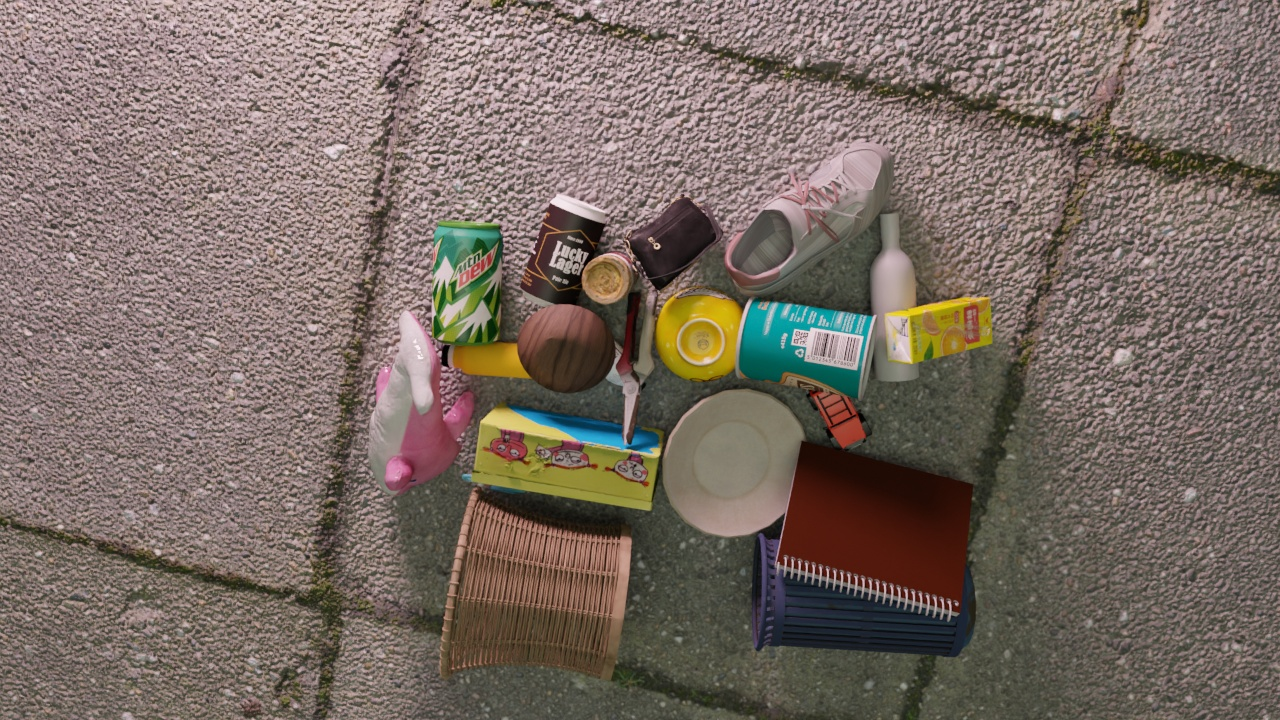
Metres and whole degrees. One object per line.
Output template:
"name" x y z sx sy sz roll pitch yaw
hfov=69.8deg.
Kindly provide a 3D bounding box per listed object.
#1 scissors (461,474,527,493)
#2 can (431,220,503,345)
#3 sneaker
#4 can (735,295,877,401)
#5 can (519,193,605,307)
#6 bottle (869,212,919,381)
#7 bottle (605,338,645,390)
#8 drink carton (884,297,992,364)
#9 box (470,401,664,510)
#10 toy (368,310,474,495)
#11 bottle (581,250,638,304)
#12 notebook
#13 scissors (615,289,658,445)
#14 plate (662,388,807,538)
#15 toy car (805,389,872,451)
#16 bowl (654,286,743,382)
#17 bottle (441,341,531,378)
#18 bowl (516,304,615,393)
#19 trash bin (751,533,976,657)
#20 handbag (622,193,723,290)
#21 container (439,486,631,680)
"scissors" -0.154 0.163 1.155 0.139 0.118 0.015 15 74 -1
"can" -0.210 -0.095 1.114 0.083 0.083 0.144 4 101 4
"sneaker" 0.192 -0.165 1.052 0.236 0.089 0.099 -42 78 11
"can" 0.193 -0.015 1.067 0.144 0.099 0.099 11 102 18
"can" -0.093 -0.128 1.103 0.072 0.071 0.129 22 102 1
"bottle" 0.299 -0.076 1.087 0.052 0.052 0.195 -5 100 6
"bottle" -0.039 -0.004 1.137 0.041 0.041 0.116 -42 95 11
"drink carton" 0.348 -0.037 1.063 0.134 0.043 0.058 -12 101 -28
"box" -0.083 0.116 1.124 0.221 0.124 0.079 11 101 1
"toy" -0.265 0.070 1.129 0.127 0.186 0.266 -2 137 -24
"bottle" -0.035 -0.099 1.086 0.056 0.105 0.056 1 100 5
"notebook" 0.276 0.198 1.078 0.209 0.022 0.171 14 61 7
"scissors" -0.011 0.004 1.100 0.140 0.015 0.188 32 84 33
"plate" 0.116 0.127 1.139 0.188 0.027 0.189 -2 100 -12
"toy car" 0.242 0.064 1.121 0.051 0.048 0.100 -28 97 9
"bowl" 0.073 -0.028 1.109 0.117 0.067 0.117 1 101 5
"bottle" -0.176 -0.001 1.149 0.144 0.043 0.043 4 101 4
"bowl" -0.090 -0.006 1.093 0.119 0.032 0.119 1 118 2
"trash bin" 0.267 0.288 1.117 0.249 0.139 0.139 3 101 3
"handbag" 0.039 -0.144 1.083 0.128 0.054 0.079 -41 88 -22
"container" -0.123 0.280 1.116 0.196 0.226 0.227 9 101 -4
